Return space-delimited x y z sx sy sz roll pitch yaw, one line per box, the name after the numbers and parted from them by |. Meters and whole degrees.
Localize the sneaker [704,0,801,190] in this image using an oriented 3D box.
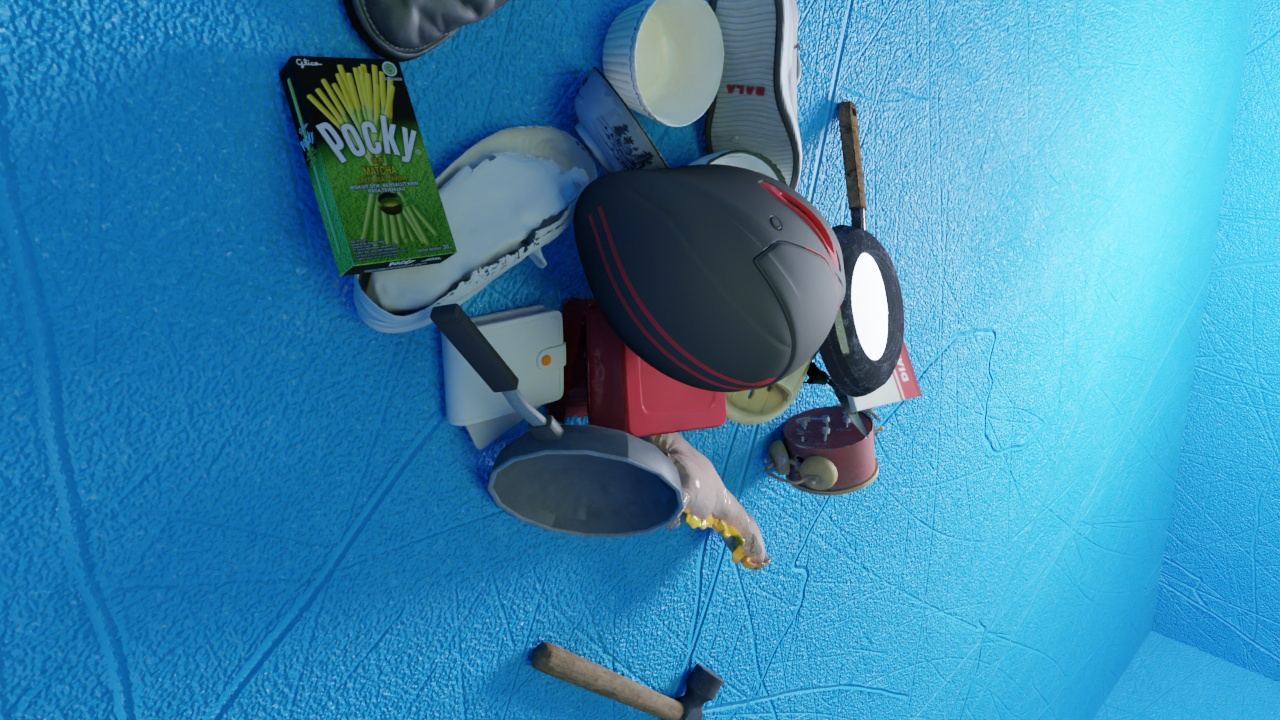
0.123 -0.282 0.927 0.128 0.097 0.263 -64 153 -43 | sneaker

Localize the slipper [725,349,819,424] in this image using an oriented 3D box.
0.172 -0.045 1.037 0.111 0.079 0.261 31 75 -20 | slipper

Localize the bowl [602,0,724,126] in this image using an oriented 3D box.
0.015 -0.272 0.827 0.115 0.062 0.115 -18 117 -41 | bowl

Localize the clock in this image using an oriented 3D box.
0.225 0.110 1.148 0.158 0.117 0.081 -25 118 -31 | clock

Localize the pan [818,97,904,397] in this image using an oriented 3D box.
0.257 -0.136 1.070 0.207 0.040 0.356 3 84 -51 | pan

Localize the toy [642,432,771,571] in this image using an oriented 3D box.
0.079 0.177 1.009 0.065 0.195 0.264 -27 125 14 | toy

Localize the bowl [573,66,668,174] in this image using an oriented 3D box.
-0.024 -0.194 0.796 0.045 0.114 0.114 -36 134 5 | bowl

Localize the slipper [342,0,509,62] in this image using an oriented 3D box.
-0.103 -0.323 0.672 0.265 0.083 0.109 -48 135 -21 | slipper

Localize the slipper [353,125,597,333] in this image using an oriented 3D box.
-0.127 -0.105 0.734 0.246 0.075 0.112 -45 109 -30 | slipper

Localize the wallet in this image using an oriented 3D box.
-0.119 0.016 0.813 0.118 0.037 0.115 -15 115 -38 | wallet

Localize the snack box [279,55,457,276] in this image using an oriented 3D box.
-0.189 -0.137 0.642 0.080 0.025 0.147 -15 86 -42 | snack box

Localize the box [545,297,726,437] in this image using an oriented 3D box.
0.006 0.007 0.887 0.157 0.112 0.134 -2 101 -46 | box

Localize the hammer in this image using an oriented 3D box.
-0.020 0.379 1.050 0.129 0.040 0.321 -57 135 -9 | hammer

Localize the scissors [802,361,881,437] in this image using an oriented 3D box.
0.210 0.016 1.097 0.141 0.015 0.209 -24 85 -32 | scissors

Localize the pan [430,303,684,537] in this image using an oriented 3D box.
-0.077 0.059 0.769 0.357 0.179 0.041 59 30 -51 | pan

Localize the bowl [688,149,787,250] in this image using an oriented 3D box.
0.074 -0.136 0.922 0.153 0.073 0.153 -13 112 -34 | bowl

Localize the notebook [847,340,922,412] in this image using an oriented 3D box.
0.279 -0.046 1.144 0.152 0.012 0.208 -8 79 -43 | notebook

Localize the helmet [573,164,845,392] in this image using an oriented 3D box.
0.058 -0.063 0.766 0.264 0.165 0.169 37 50 -21 | helmet
